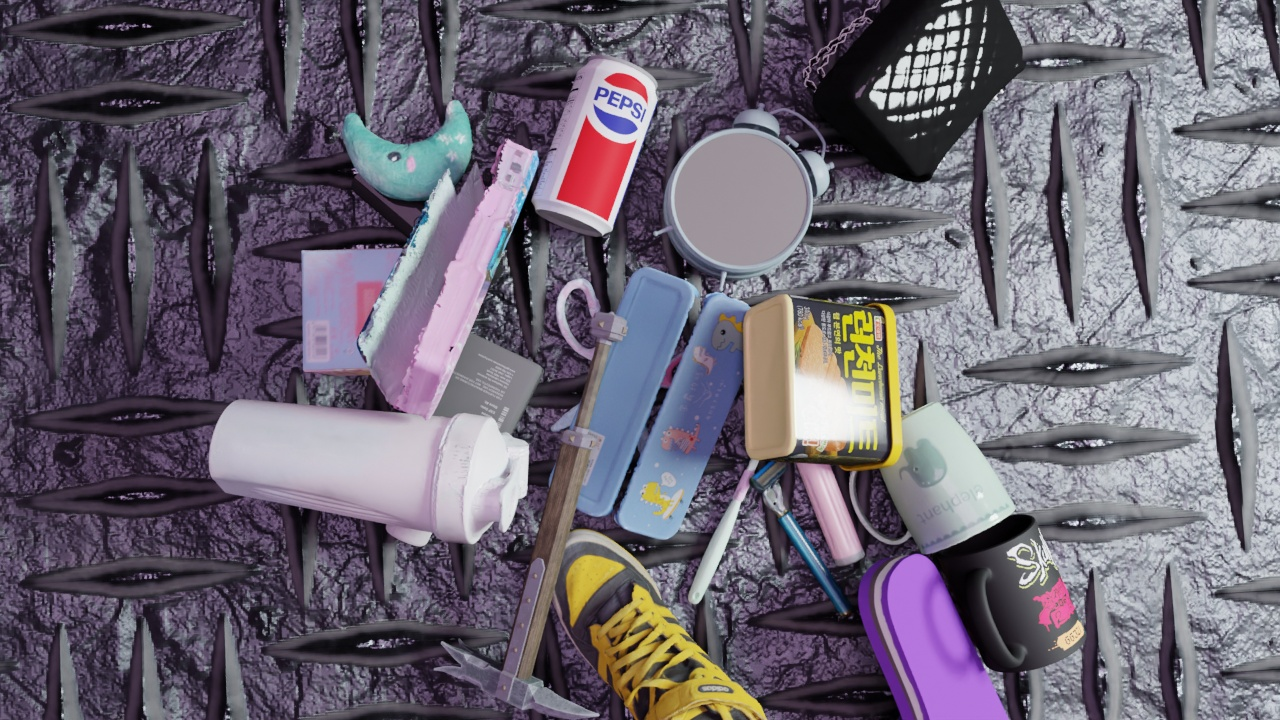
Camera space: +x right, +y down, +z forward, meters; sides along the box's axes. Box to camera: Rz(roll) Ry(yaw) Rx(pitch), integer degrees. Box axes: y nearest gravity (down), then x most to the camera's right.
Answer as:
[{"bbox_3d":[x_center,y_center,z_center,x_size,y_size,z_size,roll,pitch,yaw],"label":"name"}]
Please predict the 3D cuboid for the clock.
[{"bbox_3d":[0.089,-0.140,0.767,0.122,0.045,0.159,41,88,0],"label":"clock"}]

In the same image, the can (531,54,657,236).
[{"bbox_3d":[-0.036,-0.174,0.752,0.070,0.070,0.132,19,87,-1],"label":"can"}]

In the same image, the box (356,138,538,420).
[{"bbox_3d":[-0.145,-0.071,0.683,0.071,0.085,0.229,23,52,-12],"label":"box"}]

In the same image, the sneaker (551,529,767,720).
[{"bbox_3d":[0.010,0.237,0.709,0.086,0.122,0.238,-42,90,-5],"label":"sneaker"}]

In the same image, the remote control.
[{"bbox_3d":[-0.179,-0.111,0.773,0.147,0.015,0.033,40,87,1],"label":"remote control"}]

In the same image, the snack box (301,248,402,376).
[{"bbox_3d":[-0.215,-0.036,0.729,0.079,0.095,0.093,-2,87,-2],"label":"snack box"}]

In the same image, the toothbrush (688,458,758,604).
[{"bbox_3d":[0.074,0.132,0.768,0.022,0.015,0.154,24,87,1],"label":"toothbrush"}]

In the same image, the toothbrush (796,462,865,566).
[{"bbox_3d":[0.136,0.063,0.767,0.027,0.026,0.222,-21,88,19],"label":"toothbrush"}]

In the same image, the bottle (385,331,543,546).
[{"bbox_3d":[-0.154,0.066,0.750,0.084,0.046,0.174,26,87,0],"label":"bottle"}]

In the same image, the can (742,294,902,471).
[{"bbox_3d":[0.140,0.018,0.722,0.101,0.073,0.130,6,77,-25],"label":"can"}]

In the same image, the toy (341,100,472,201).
[{"bbox_3d":[-0.190,-0.173,0.760,0.105,0.033,0.085,-10,78,-16],"label":"toy"}]

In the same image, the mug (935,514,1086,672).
[{"bbox_3d":[0.286,0.189,0.722,0.082,0.117,0.098,-25,87,36],"label":"mug"}]

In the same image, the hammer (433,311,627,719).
[{"bbox_3d":[-0.059,0.115,0.724,0.147,0.028,0.316,13,88,29],"label":"hammer"}]

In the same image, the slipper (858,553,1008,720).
[{"bbox_3d":[0.223,0.288,0.730,0.107,0.084,0.266,-21,89,-43],"label":"slipper"}]

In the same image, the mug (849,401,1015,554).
[{"bbox_3d":[0.225,0.100,0.744,0.111,0.084,0.104,-32,77,17],"label":"mug"}]

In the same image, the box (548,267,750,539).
[{"bbox_3d":[0.013,0.036,0.747,0.125,0.043,0.209,22,93,0],"label":"box"}]

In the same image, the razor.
[{"bbox_3d":[0.136,0.151,0.767,0.042,0.022,0.144,-32,93,-38],"label":"razor"}]

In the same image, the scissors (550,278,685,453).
[{"bbox_3d":[-0.010,0.002,0.774,0.170,0.013,0.177,-31,90,1],"label":"scissors"}]

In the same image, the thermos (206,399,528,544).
[{"bbox_3d":[-0.195,0.075,0.680,0.220,0.099,0.099,8,87,4],"label":"thermos"}]

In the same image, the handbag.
[{"bbox_3d":[0.226,-0.233,0.767,0.125,0.115,0.153,42,83,-23],"label":"handbag"}]
